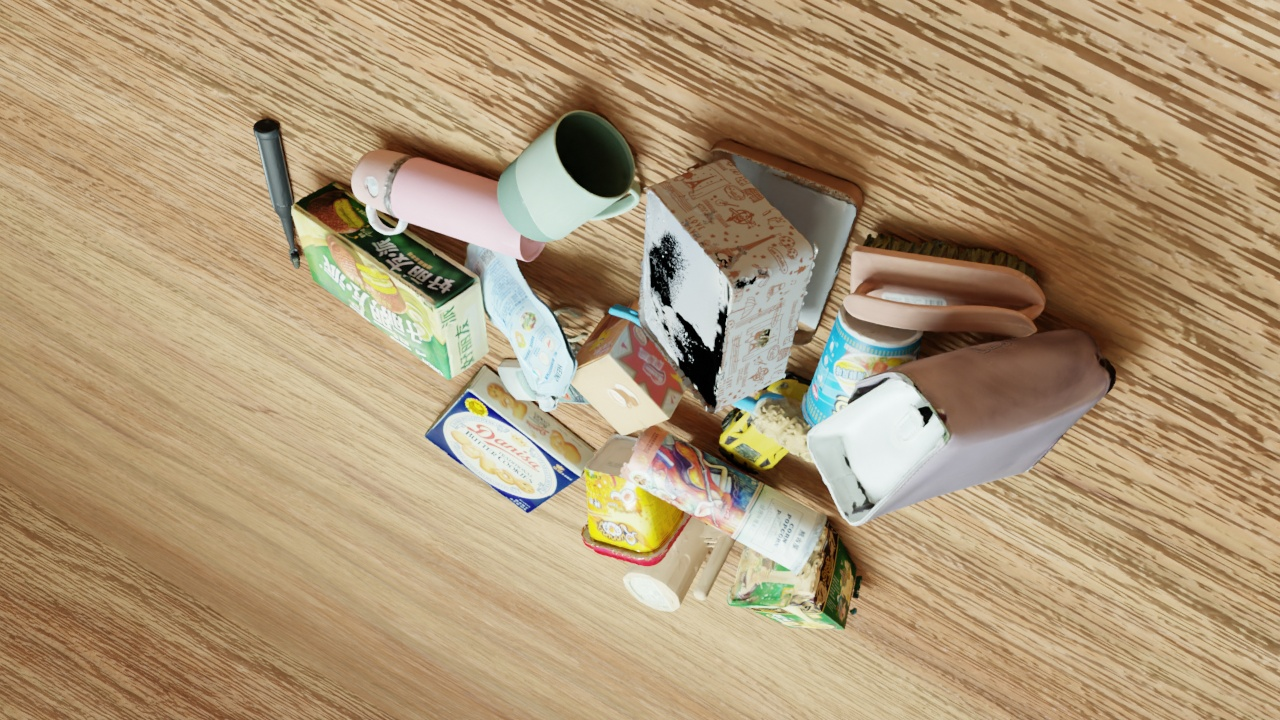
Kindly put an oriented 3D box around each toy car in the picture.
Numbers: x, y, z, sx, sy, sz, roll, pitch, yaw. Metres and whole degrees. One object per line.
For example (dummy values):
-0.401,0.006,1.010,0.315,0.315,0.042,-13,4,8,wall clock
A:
0.134,0.065,0.940,0.071,0.041,0.156,34,141,-3,toy car

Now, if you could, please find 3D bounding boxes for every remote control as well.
-0.107,0.025,1.080,0.135,0.019,0.056,2,133,33,remote control

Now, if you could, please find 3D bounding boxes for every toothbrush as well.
-0.414,-0.184,1.060,0.027,0.026,0.213,59,154,31,toothbrush

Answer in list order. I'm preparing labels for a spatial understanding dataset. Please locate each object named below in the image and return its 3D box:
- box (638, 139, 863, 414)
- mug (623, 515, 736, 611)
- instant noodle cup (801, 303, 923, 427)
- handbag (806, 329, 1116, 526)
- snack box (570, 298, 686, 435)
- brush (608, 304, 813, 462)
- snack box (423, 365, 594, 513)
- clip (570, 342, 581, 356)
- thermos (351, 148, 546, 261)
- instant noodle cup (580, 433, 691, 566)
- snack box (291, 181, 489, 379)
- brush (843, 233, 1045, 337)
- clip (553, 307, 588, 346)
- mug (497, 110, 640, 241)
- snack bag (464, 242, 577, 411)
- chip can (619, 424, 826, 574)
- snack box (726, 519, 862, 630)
0.093,-0.078,0.780,0.148,0.157,0.182,55,158,31,box
0.051,0.251,1.150,0.125,0.103,0.084,-4,130,38,mug
0.198,0.006,0.794,0.099,0.099,0.110,19,132,17,instant noodle cup
0.248,0.043,0.711,0.098,0.196,0.145,67,150,21,handbag
-0.005,0.005,0.927,0.093,0.094,0.077,47,140,-18,snack box
0.080,0.018,0.859,0.254,0.083,0.046,34,107,2,brush
-0.175,0.109,1.200,0.178,0.045,0.183,39,143,-9,snack box
-0.079,-0.014,1.024,0.056,0.027,0.024,35,141,14,clip
-0.189,-0.147,0.904,0.199,0.067,0.087,18,116,16,thermos
-0.010,0.163,1.100,0.116,0.115,0.124,9,125,28,instant noodle cup
-0.270,-0.089,0.991,0.240,0.063,0.115,33,145,23,snack box
0.236,-0.052,0.714,0.146,0.072,0.063,12,137,22,brush
-0.102,-0.026,1.000,0.104,0.034,0.076,-8,111,42,clip
-0.058,-0.153,0.811,0.111,0.082,0.107,16,153,-34,mug
-0.121,-0.041,0.928,0.191,0.038,0.111,54,137,26,snack bag
0.087,0.145,0.982,0.215,0.071,0.071,28,142,8,chip can
0.184,0.255,1.065,0.118,0.118,0.105,-11,135,41,snack box
